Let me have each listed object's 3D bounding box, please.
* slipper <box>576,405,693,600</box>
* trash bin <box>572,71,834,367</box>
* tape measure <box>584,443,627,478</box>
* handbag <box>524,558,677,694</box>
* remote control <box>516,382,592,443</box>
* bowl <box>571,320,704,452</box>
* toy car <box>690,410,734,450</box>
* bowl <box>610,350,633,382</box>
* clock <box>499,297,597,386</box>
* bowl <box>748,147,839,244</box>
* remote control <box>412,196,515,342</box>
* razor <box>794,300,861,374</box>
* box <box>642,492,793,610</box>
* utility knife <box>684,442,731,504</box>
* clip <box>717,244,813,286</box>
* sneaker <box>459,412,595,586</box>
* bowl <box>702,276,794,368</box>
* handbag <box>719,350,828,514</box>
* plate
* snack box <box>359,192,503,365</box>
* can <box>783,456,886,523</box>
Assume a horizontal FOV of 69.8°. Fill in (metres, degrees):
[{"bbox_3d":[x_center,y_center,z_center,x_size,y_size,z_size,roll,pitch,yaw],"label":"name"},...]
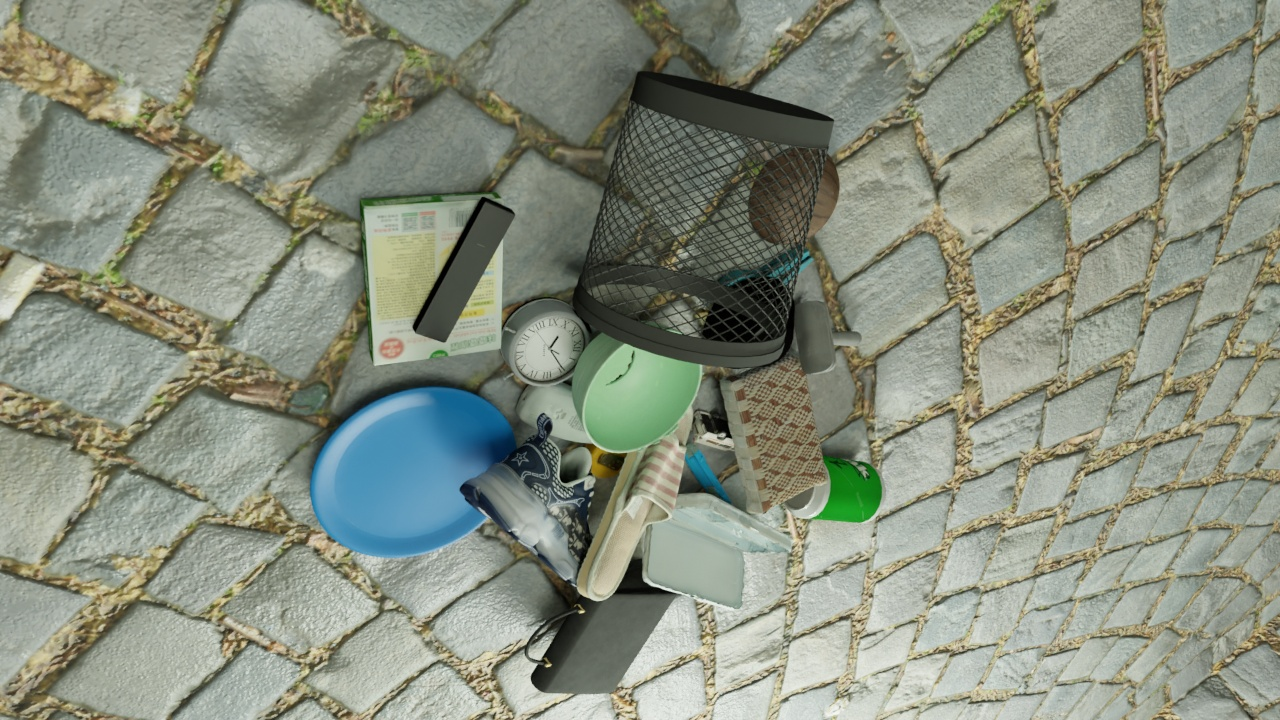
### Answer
[{"bbox_3d":[0.004,0.167,1.091,0.262,0.052,0.115,-65,151,-6],"label":"slipper"},{"bbox_3d":[0.063,-0.142,0.889,0.217,0.218,0.228,1,114,-29],"label":"trash bin"},{"bbox_3d":[-0.039,0.114,1.109,0.059,0.030,0.068,27,105,-35],"label":"tape measure"},{"bbox_3d":[-0.075,0.350,1.174,0.195,0.072,0.176,11,115,-52],"label":"handbag"},{"bbox_3d":[-0.085,0.059,1.049,0.114,0.028,0.060,22,106,-34],"label":"remote control"},{"bbox_3d":[-0.014,0.018,0.989,0.150,0.077,0.151,-19,129,-25],"label":"bowl"},{"bbox_3d":[0.112,0.098,1.177,0.113,0.039,0.039,21,129,-37],"label":"toy car"},{"bbox_3d":[-0.006,0.006,1.060,0.114,0.026,0.102,-31,128,-7],"label":"bowl"},{"bbox_3d":[-0.091,-0.019,0.992,0.122,0.035,0.095,-8,123,-23],"label":"clock"},{"bbox_3d":[0.183,-0.181,1.040,0.119,0.032,0.119,-14,125,-21],"label":"bowl"},{"bbox_3d":[-0.171,-0.086,0.885,0.034,0.013,0.150,20,109,-37],"label":"remote control"},{"bbox_3d":[0.243,-0.028,1.155,0.116,0.047,0.088,0,80,-48],"label":"razor"},{"bbox_3d":[0.110,0.254,1.217,0.210,0.105,0.129,25,63,-40],"label":"box"},{"bbox_3d":[0.100,0.172,1.221,0.220,0.031,0.015,55,45,-42],"label":"utility knife"},{"bbox_3d":[0.134,-0.091,1.077,0.120,0.033,0.122,14,112,-30],"label":"clip"},{"bbox_3d":[-0.093,0.165,1.065,0.132,0.103,0.269,-52,145,-14],"label":"sneaker"},{"bbox_3d":[0.139,-0.031,1.067,0.124,0.052,0.124,-13,126,-19],"label":"bowl"},{"bbox_3d":[0.170,0.090,1.161,0.124,0.047,0.186,-21,105,-27],"label":"handbag"},{"bbox_3d":[-0.245,0.121,1.004,0.224,0.024,0.225,-14,125,-21],"label":"plate"},{"bbox_3d":[-0.202,-0.080,0.900,0.131,0.027,0.168,-8,123,-23],"label":"snack box"},{"bbox_3d":[0.268,0.179,1.277,0.139,0.088,0.088,11,113,-33],"label":"can"}]
